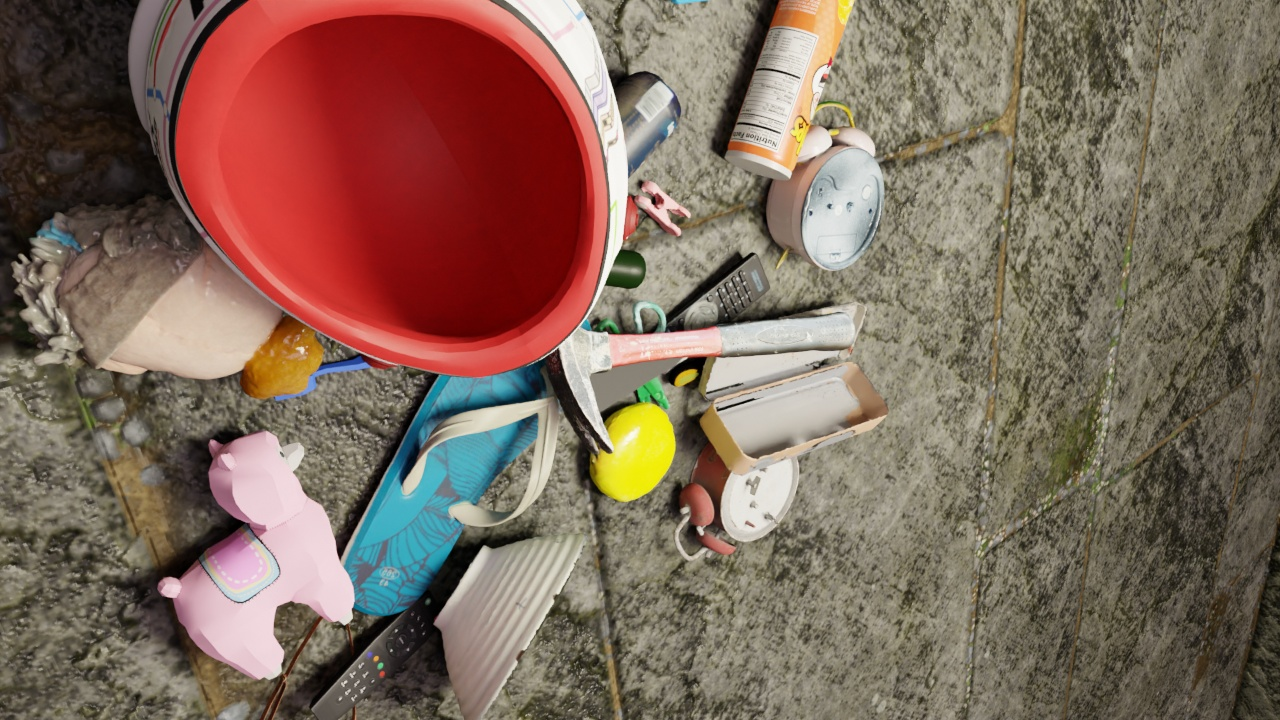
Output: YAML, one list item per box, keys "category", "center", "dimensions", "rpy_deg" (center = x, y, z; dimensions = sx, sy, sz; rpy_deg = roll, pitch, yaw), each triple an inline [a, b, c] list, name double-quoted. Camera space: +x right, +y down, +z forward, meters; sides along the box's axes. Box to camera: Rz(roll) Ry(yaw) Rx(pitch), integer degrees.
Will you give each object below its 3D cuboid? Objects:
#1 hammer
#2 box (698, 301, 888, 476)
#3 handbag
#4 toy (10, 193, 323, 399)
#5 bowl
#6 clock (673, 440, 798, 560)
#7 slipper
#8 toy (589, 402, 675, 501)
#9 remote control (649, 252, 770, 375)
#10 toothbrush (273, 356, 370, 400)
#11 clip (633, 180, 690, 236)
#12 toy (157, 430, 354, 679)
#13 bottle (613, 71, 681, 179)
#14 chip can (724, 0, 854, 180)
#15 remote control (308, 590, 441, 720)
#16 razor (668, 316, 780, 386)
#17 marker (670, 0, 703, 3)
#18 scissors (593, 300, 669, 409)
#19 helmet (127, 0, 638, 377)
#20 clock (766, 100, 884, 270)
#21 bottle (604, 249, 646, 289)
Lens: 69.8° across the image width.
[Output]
- category: "hammer"
  center: [0.066, -0.007, 0.801]
  dimensions: [0.325, 0.036, 0.140]
  rpy_deg: [-6, 88, -33]
- category: "box"
  center: [0.160, 0.021, 0.907]
  dimensions: [0.216, 0.121, 0.095]
  rpy_deg: [-14, 156, -36]
- category: "handbag"
  center: [-0.255, 0.288, 0.715]
  dimensions: [0.093, 0.043, 0.196]
  rpy_deg: [13, 94, -43]
- category: "toy"
  center: [-0.270, -0.034, 0.552]
  dimensions: [0.133, 0.076, 0.176]
  rpy_deg: [-38, 132, 13]
- category: "bowl"
  center: [-0.119, 0.201, 0.748]
  dimensions: [0.071, 0.177, 0.177]
  rpy_deg: [32, 83, -1]
- category: "clock"
  center: [0.097, 0.140, 0.930]
  dimensions: [0.156, 0.062, 0.110]
  rpy_deg: [-43, 129, -19]
- category: "slipper"
  center: [-0.130, 0.076, 0.721]
  dimensions: [0.118, 0.060, 0.294]
  rpy_deg: [40, 79, -37]
- category: "toy"
  center: [-0.006, 0.084, 0.838]
  dimensions: [0.094, 0.041, 0.095]
  rpy_deg: [1, 107, -41]
- category: "remote control"
  center: [0.062, -0.045, 0.859]
  dimensions: [0.140, 0.021, 0.045]
  rpy_deg: [-39, 126, -16]
- category: "toothbrush"
  center: [-0.178, -0.008, 0.674]
  dimensions: [0.186, 0.016, 0.011]
  rpy_deg: [-22, 126, -29]
- category: "clip"
  center: [0.015, -0.126, 0.791]
  dimensions: [0.059, 0.023, 0.039]
  rpy_deg: [39, 83, -36]
- category: "toy"
  center: [-0.263, 0.130, 0.627]
  dimensions: [0.123, 0.067, 0.158]
  rpy_deg: [-35, 121, -23]
- category: "bottle"
  center: [-0.035, -0.156, 0.713]
  dimensions: [0.160, 0.056, 0.056]
  rpy_deg: [-49, 130, -15]
- category: "chip can"
  center: [0.138, -0.270, 0.808]
  dimensions: [0.062, 0.062, 0.210]
  rpy_deg: [15, 96, -42]
- category: "remote control"
  center: [-0.209, 0.237, 0.731]
  dimensions: [0.124, 0.010, 0.039]
  rpy_deg: [-42, 126, -35]
- category: "razor"
  center: [0.084, -0.004, 0.892]
  dimensions: [0.143, 0.021, 0.044]
  rpy_deg: [-22, 135, -33]
- category: "marker"
  center: [0.069, -0.312, 0.768]
  dimensions: [0.122, 0.015, 0.018]
  rpy_deg: [-22, 116, -35]
- category: "scissors"
  center: [0.009, -0.001, 0.827]
  dimensions: [0.078, 0.013, 0.132]
  rpy_deg: [-36, 129, -3]
- category: "helmet"
  center: [-0.133, -0.136, 0.516]
  dimensions: [0.231, 0.235, 0.314]
  rpy_deg: [-29, 143, 2]
- category: "clock"
  center: [0.177, -0.167, 0.882]
  dimensions: [0.116, 0.059, 0.158]
  rpy_deg: [-11, 113, -37]
- category: "bottle"
  center: [-0.051, -0.079, 0.744]
  dimensions: [0.122, 0.033, 0.033]
  rpy_deg: [3, 104, -40]
